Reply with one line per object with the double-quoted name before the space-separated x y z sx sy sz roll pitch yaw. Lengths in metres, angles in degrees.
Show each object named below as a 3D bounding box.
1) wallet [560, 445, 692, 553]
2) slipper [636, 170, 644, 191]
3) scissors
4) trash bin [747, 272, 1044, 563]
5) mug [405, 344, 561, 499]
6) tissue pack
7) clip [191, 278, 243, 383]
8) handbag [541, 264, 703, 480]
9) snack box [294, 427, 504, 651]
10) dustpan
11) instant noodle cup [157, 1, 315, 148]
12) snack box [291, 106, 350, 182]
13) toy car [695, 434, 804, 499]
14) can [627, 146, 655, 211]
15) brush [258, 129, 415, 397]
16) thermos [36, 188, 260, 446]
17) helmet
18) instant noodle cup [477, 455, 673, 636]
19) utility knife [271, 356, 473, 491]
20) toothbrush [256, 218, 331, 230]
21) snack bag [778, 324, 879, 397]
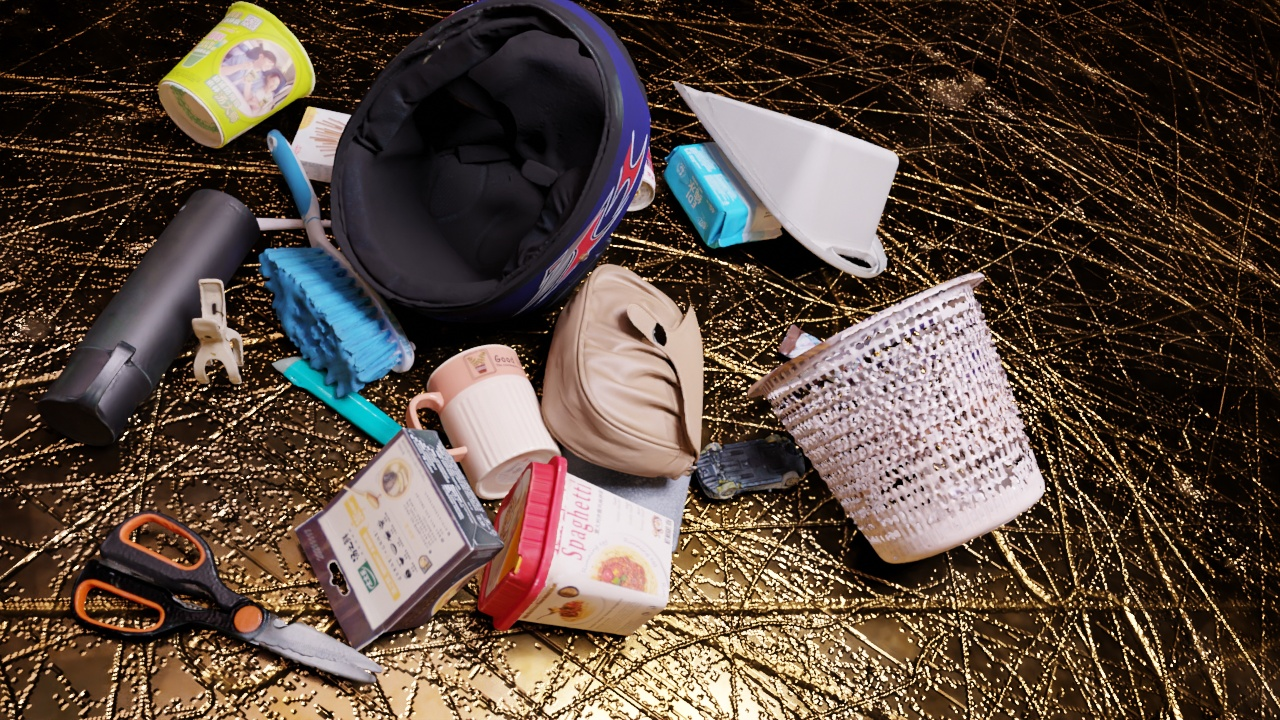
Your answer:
"wallet" -0.018 0.111 0.803 0.121 0.019 0.097 19 52 -3
"slipper" -0.100 -0.241 0.997 0.253 0.105 0.095 30 54 16
"scissors" -0.297 0.195 0.652 0.235 0.022 0.139 40 63 13
"trash bin" 0.236 0.059 0.798 0.227 0.228 0.192 -21 79 -29
"mug" -0.135 0.054 0.765 0.114 0.082 0.106 -7 56 -38
"tissue pack" 0.092 -0.187 1.034 0.089 0.063 0.140 -13 59 -30
"clip" -0.350 -0.019 0.753 0.034 0.101 0.074 0 54 -14
"handbag" -0.005 0.005 0.811 0.147 0.100 0.204 31 37 -22
"snack box" -0.182 0.133 0.689 0.113 0.126 0.053 54 18 24
"dustpan" 0.176 -0.201 1.051 0.222 0.143 0.258 2 21 -47
"instant noodle cup" -0.420 -0.286 0.942 0.112 0.112 0.123 29 58 7
"snack box" -0.285 -0.219 0.975 0.156 0.027 0.084 10 51 -10
"toy car" 0.099 0.098 0.836 0.105 0.031 0.049 -6 57 -21
"can" -0.015 -0.234 1.047 0.053 0.053 0.132 3 53 -14
"brush" -0.306 -0.101 0.848 0.314 0.061 0.109 50 39 15
"thermos" -0.399 -0.046 0.769 0.068 0.090 0.241 38 45 -27
"helmet" -0.114 -0.179 0.816 0.247 0.316 0.239 49 26 -5
"instant noodle cup" -0.047 0.152 0.708 0.124 0.117 0.116 19 49 -16
"utility knife" -0.227 0.056 0.786 0.219 0.013 0.029 33 49 13
"toothbrush" -0.336 -0.137 0.903 0.180 0.016 0.016 -4 52 -19
"snack bag" 0.193 0.002 0.942 0.105 0.026 0.045 30 55 10
